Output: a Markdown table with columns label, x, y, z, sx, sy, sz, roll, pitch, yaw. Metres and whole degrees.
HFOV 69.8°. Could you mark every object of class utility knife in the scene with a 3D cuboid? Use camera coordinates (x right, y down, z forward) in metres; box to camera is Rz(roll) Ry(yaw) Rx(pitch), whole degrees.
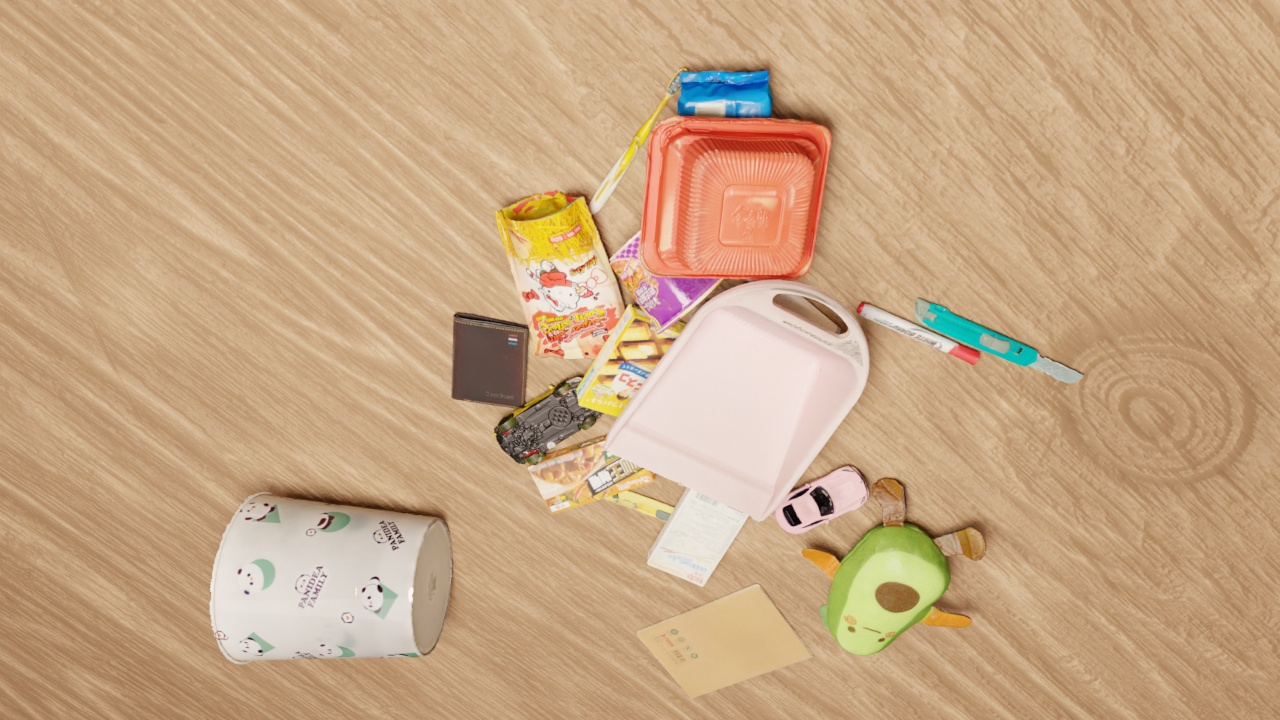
| label | x | y | z | sx | sy | sz | roll | pitch | yaw |
| --- | --- | --- | --- | --- | --- | --- | --- | --- | --- |
| utility knife | 0.394 | -0.019 | 1.015 | 0.205 | 0.013 | 0.029 | 23 | 121 | -1 |
| utility knife | 0.014 | 0.195 | 1.212 | 0.165 | 0.018 | 0.031 | 22 | 114 | 4 |

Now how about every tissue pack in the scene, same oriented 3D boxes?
| label | x | y | z | sx | sy | sz | roll | pitch | yaw |
| --- | --- | --- | --- | --- | --- | --- | --- | --- | --- |
| tissue pack | 0.086 | -0.218 | 0.943 | 0.095 | 0.052 | 0.157 | 1 | 119 | 6 |

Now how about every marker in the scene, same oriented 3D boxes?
| label | x | y | z | sx | sy | sz | roll | pitch | yaw |
| --- | --- | --- | --- | --- | --- | --- | --- | --- | --- |
| marker | 0.310 | -0.030 | 1.024 | 0.145 | 0.017 | 0.017 | 23 | 120 | -2 |

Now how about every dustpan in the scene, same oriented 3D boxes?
| label | x | y | z | sx | sy | sz | roll | pitch | yaw |
| --- | --- | --- | --- | --- | --- | --- | --- | --- | --- |
| dustpan | 0.114 | 0.043 | 0.997 | 0.222 | 0.139 | 0.273 | 23 | 94 | -12 |

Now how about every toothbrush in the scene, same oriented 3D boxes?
| label | x | y | z | sx | sy | sz | roll | pitch | yaw |
| --- | --- | --- | --- | --- | --- | --- | --- | --- | --- |
| toothbrush | 0.133 | -0.093 | 1.019 | 0.221 | 0.026 | 0.026 | 38 | 140 | -10 |
| toothbrush | -0.005 | -0.229 | 0.977 | 0.016 | 0.018 | 0.192 | 35 | 119 | -6 |

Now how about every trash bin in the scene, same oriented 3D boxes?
| label | x | y | z | sx | sy | sz | roll | pitch | yaw |
| --- | --- | --- | --- | --- | --- | --- | --- | --- | --- |
| trash bin | -0.402 | 0.299 | 1.239 | 0.252 | 0.229 | 0.230 | 2 | 119 | 5 |

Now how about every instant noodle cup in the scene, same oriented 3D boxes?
| label | x | y | z | sx | sy | sz | roll | pitch | yaw |
| --- | --- | --- | --- | --- | --- | --- | --- | --- | --- |
| instant noodle cup | 0.027 | -0.099 | 0.997 | 0.099 | 0.111 | 0.112 | 46 | 117 | -4 |
| instant noodle cup | 0.096 | -0.150 | 0.893 | 0.188 | 0.079 | 0.165 | -1 | 114 | -9 |

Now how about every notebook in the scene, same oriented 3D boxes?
| label | x | y | z | sx | sy | sz | roll | pitch | yaw |
| --- | --- | --- | --- | --- | --- | --- | --- | --- | --- |
| notebook | 0.118 | 0.404 | 1.306 | 0.208 | 0.008 | 0.148 | -29 | 110 | 24 |

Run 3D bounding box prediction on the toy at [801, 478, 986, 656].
| label | x | y | z | sx | sy | sz | roll | pitch | yaw |
| --- | --- | --- | --- | --- | --- | --- | --- | --- | --- |
| toy | 0.312 | 0.277 | 1.152 | 0.227 | 0.089 | 0.247 | 26 | 117 | 7 |

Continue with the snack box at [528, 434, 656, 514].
| label | x | y | z | sx | sy | sz | roll | pitch | yaw |
| --- | --- | --- | --- | --- | --- | --- | --- | --- | --- |
| snack box | -0.063 | 0.142 | 1.184 | 0.154 | 0.026 | 0.075 | -20 | 106 | 19 |

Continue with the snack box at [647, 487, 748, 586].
| label | x | y | z | sx | sy | sz | roll | pitch | yaw |
| --- | --- | --- | --- | --- | --- | --- | --- | --- | --- |
| snack box | 0.079 | 0.216 | 1.188 | 0.084 | 0.026 | 0.157 | 24 | 115 | -8 |

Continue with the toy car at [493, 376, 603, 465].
| label | x | y | z | sx | sy | sz | roll | pitch | yaw |
| --- | --- | --- | --- | --- | --- | --- | --- | --- | --- |
| toy car | -0.112 | 0.074 | 1.151 | 0.156 | 0.041 | 0.071 | -33 | 108 | 15 |

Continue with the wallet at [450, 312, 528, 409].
| label | x | y | z | sx | sy | sz | roll | pitch | yaw |
| --- | --- | --- | --- | --- | --- | --- | --- | --- | --- |
| wallet | -0.188 | 0.003 | 1.143 | 0.096 | 0.020 | 0.122 | 11 | 122 | 5 |

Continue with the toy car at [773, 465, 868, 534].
| label | x | y | z | sx | sy | sz | roll | pitch | yaw |
| --- | --- | --- | --- | --- | --- | --- | --- | --- | --- |
| toy car | 0.221 | 0.174 | 1.133 | 0.123 | 0.037 | 0.056 | -31 | 84 | 23 |

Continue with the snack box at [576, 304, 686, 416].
| label | x | y | z | sx | sy | sz | roll | pitch | yaw |
| --- | --- | --- | --- | --- | --- | --- | --- | --- | --- |
| snack box | -0.006 | 0.006 | 1.082 | 0.087 | 0.033 | 0.141 | 19 | 123 | -25 |

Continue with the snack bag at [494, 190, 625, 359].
| label | x | y | z | sx | sy | sz | roll | pitch | yaw |
| --- | --- | --- | --- | --- | --- | --- | --- | --- | --- |
| snack bag | -0.087 | -0.088 | 1.054 | 0.129 | 0.073 | 0.208 | -6 | 124 | 14 |
